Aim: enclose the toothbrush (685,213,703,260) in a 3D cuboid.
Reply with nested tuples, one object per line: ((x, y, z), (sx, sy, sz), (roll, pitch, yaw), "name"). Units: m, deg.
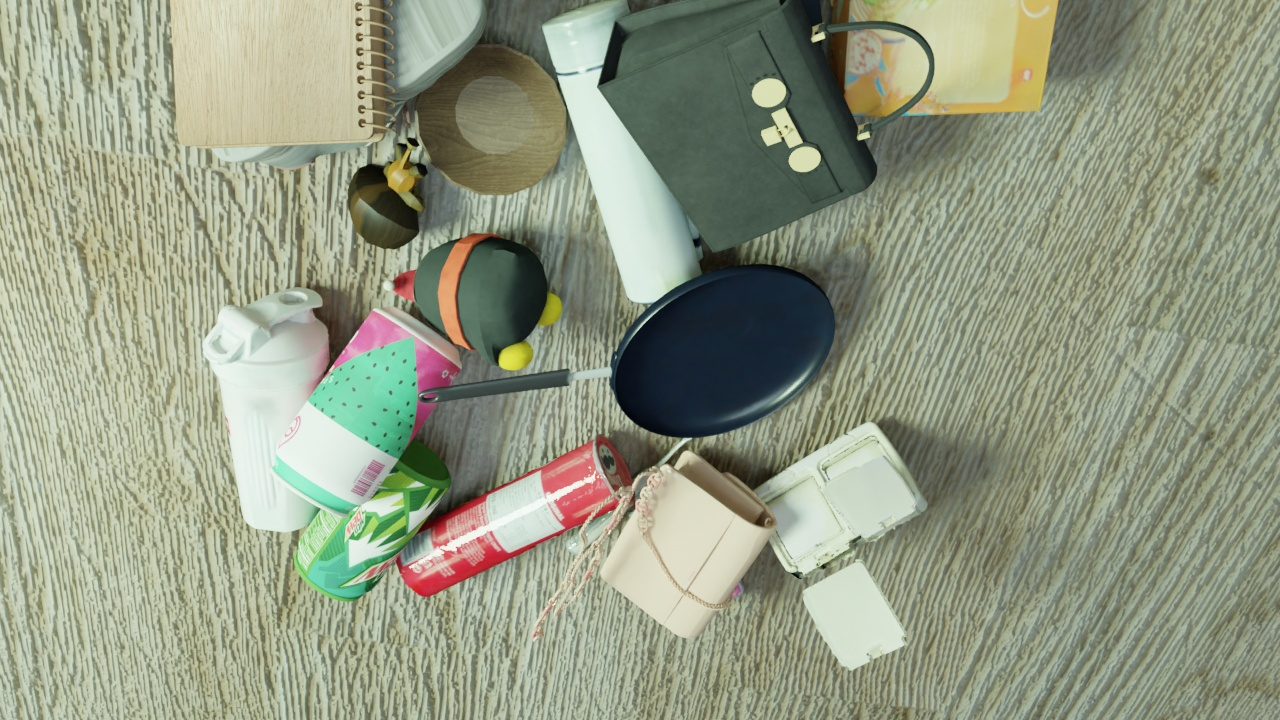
((0.030, -0.165, 0.740), (0.012, 0.017, 0.187), (-9, 118, 7), "toothbrush")

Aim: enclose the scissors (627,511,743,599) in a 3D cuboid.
((0.081, 0.165, 0.919), (0.159, 0.014, 0.172), (-29, 111, 15), "scissors")

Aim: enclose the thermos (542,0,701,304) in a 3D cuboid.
((-0.010, -0.158, 0.716), (0.068, 0.067, 0.230), (-14, 116, 6), "thermos")

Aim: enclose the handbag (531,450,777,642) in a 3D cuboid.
((0.014, 0.198, 0.821), (0.116, 0.186, 0.199), (38, 119, 17), "handbag")

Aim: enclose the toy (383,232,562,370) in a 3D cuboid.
((-0.137, -0.057, 0.756), (0.119, 0.097, 0.100), (10, 136, 19), "toy")

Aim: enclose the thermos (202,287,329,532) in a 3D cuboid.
((-0.321, 0.049, 0.806), (0.099, 0.099, 0.221), (7, 122, -5), "thermos")

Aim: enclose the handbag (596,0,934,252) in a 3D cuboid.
((0.103, -0.178, 0.634), (0.196, 0.072, 0.176), (-10, 142, 29), "handbag")

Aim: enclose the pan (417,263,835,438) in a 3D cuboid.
((-0.004, 0.004, 0.765), (0.356, 0.021, 0.199), (-8, 137, -16), "pan")

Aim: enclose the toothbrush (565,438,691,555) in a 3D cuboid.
((-0.007, 0.127, 0.891), (0.024, 0.022, 0.186), (30, 116, -33), "toothbrush")

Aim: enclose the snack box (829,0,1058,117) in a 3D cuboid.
((0.211, -0.278, 0.647), (0.145, 0.080, 0.195), (-2, 118, 1), "snack box")

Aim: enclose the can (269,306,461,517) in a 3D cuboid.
((-0.227, 0.041, 0.765), (0.088, 0.088, 0.165), (36, 81, -18), "can")

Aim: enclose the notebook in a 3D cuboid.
((-0.243, -0.254, 0.621), (0.169, 0.022, 0.210), (2, 97, 17), "notebook")

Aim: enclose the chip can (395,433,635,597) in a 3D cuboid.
((-0.123, 0.152, 0.874), (0.233, 0.073, 0.073), (-27, 115, 14), "chip can")

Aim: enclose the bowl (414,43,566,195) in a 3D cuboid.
((-0.115, -0.189, 0.717), (0.118, 0.030, 0.118), (0, 118, -1), "bowl")

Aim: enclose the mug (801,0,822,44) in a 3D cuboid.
((0.089, -0.243, 0.677), (0.077, 0.071, 0.105), (-13, 140, 5), "mug")

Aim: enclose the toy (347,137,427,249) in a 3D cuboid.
((-0.195, -0.136, 0.728), (0.076, 0.062, 0.100), (52, 127, 14), "toy")

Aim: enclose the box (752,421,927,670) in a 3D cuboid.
((0.181, 0.149, 0.795), (0.144, 0.194, 0.101), (-35, 143, 11), "box")

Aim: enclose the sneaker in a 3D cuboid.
((-0.204, -0.209, 0.675), (0.236, 0.089, 0.099), (-20, 89, 17), "sneaker")

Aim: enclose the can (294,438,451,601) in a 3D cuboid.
((-0.247, 0.143, 0.845), (0.083, 0.083, 0.144), (35, 98, -18), "can")
